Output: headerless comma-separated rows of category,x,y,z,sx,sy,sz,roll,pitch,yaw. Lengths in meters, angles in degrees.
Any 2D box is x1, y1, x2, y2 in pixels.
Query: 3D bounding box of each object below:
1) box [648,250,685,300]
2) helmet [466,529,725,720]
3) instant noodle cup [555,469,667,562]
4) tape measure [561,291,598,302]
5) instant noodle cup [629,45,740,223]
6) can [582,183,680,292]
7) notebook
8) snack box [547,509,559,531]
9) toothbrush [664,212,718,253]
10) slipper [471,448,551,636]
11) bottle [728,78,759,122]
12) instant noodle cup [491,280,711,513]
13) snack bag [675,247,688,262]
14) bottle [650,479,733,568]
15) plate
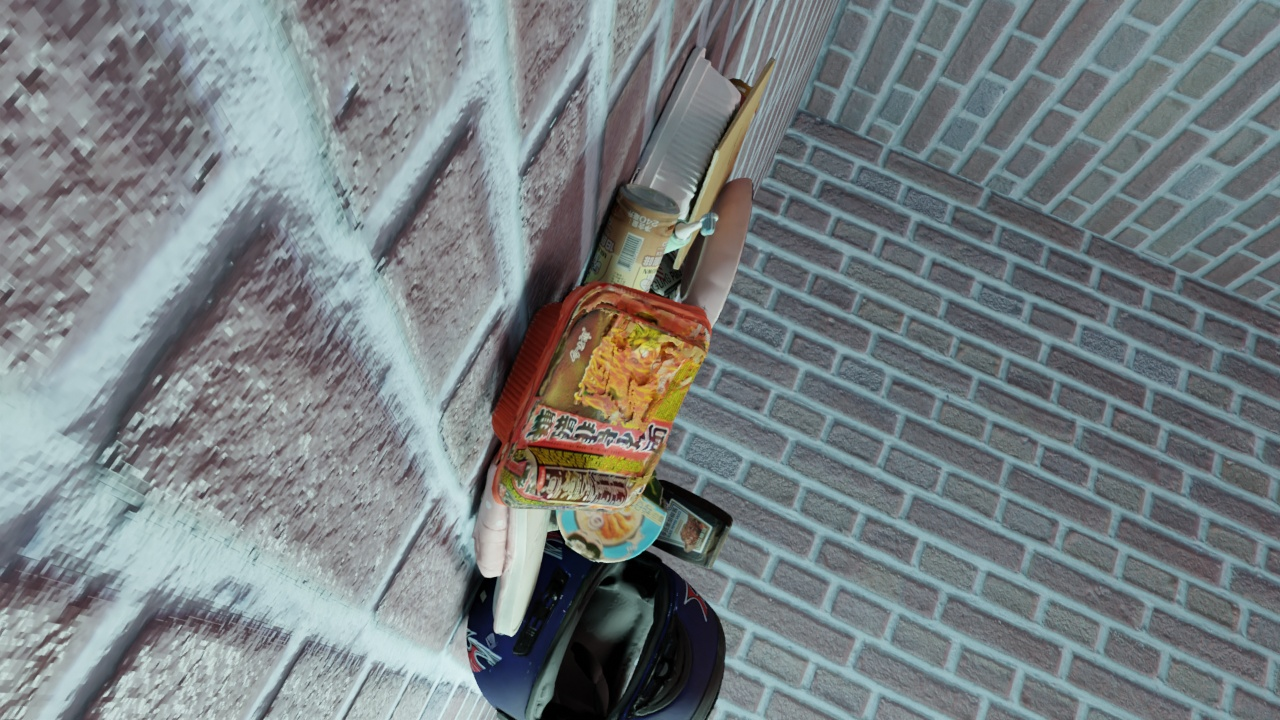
box,0.021,-0.111,1.139,0.162,0.076,0.087,-44,139,-69
helmet,-0.070,0.309,1.028,0.246,0.240,0.316,-64,-168,-18
instant noodle cup,-0.043,0.135,0.934,0.111,0.111,0.120,-65,-164,-1
tape measure,-0.043,-0.034,0.795,0.057,0.057,0.039,-36,157,-32
instant noodle cup,0.045,-0.204,0.908,0.138,0.060,0.173,66,48,-84
can,-0.010,-0.096,0.830,0.058,0.058,0.116,-55,168,-66
notebook,0.086,-0.204,0.939,0.148,0.008,0.207,110,6,-45
snack box,-0.084,0.127,1.214,0.178,0.046,0.182,104,12,-62
toothbrush,0.027,-0.116,0.873,0.225,0.026,0.027,174,-76,-71
slipper,-0.119,0.145,0.852,0.114,0.054,0.275,-66,168,-56
bottle,0.085,-0.253,1.088,0.057,0.057,0.174,103,13,-68
instant noodle cup,-0.039,0.025,0.726,0.164,0.079,0.189,15,104,-48
snack bag,0.059,-0.166,1.262,0.191,0.039,0.110,-64,-169,8
bottle,0.013,0.182,1.128,0.080,0.195,0.044,-66,173,12
plate,0.082,-0.124,1.071,0.192,0.039,0.192,-166,-88,-84
